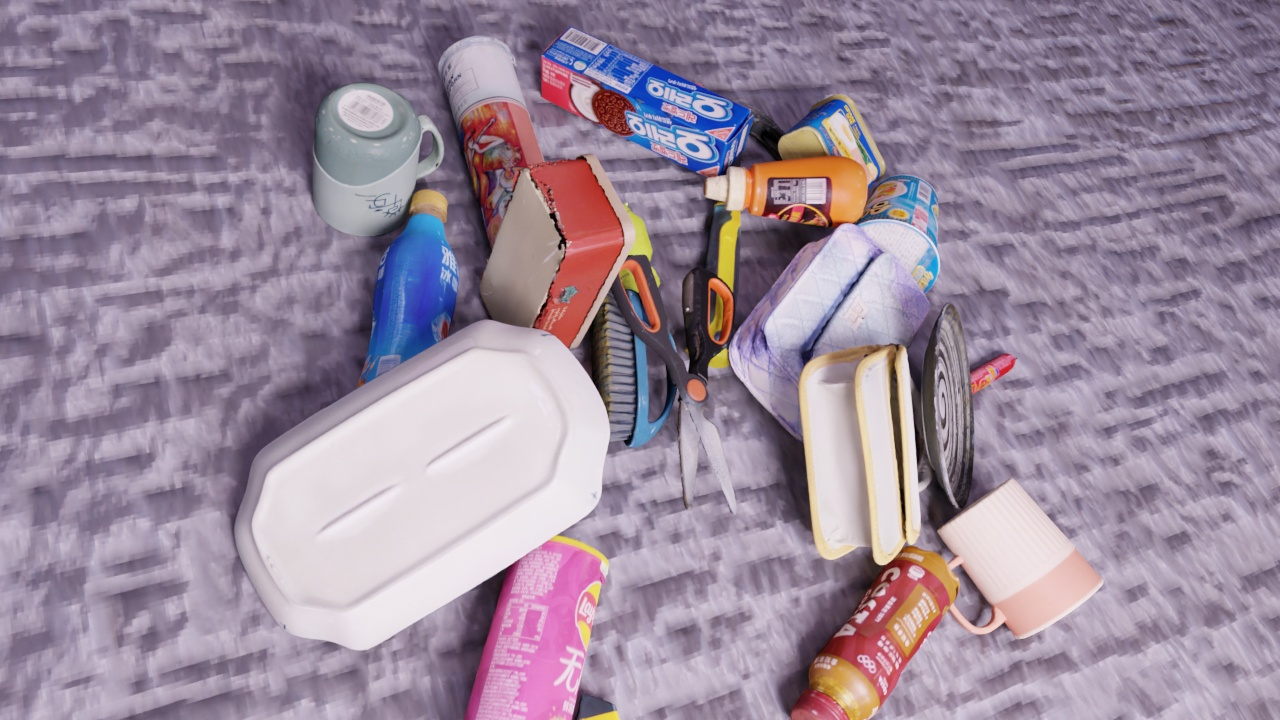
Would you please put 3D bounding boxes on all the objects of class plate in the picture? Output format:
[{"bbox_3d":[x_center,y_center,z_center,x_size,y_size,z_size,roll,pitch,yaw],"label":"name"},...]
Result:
[{"bbox_3d":[-0.148,0.078,0.614,0.265,0.034,0.162,-30,80,-5],"label":"plate"},{"bbox_3d":[0.264,0.040,0.794,0.024,0.179,0.179,-4,51,28],"label":"plate"}]

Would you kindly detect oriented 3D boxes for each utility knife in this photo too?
[{"bbox_3d":[-0.015,0.305,0.605,0.033,0.015,0.167,-8,65,-17],"label":"utility knife"}]

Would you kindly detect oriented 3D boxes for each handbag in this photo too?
[{"bbox_3d":[0.175,-0.025,0.824,0.134,0.076,0.193,47,56,-11],"label":"handbag"},{"bbox_3d":[0.206,0.067,0.751,0.178,0.063,0.163,-15,102,-47],"label":"handbag"}]

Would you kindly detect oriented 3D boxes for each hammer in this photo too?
[{"bbox_3d":[0.086,-0.134,0.890,0.126,0.032,0.322,15,57,-10],"label":"hammer"}]

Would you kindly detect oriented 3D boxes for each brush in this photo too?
[{"bbox_3d":[-0.005,0.004,0.761,0.073,0.055,0.143,4,59,-17],"label":"brush"}]

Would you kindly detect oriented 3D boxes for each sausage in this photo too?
[{"bbox_3d":[0.315,0.024,0.886,0.155,0.020,0.020,-23,71,-29],"label":"sausage"}]

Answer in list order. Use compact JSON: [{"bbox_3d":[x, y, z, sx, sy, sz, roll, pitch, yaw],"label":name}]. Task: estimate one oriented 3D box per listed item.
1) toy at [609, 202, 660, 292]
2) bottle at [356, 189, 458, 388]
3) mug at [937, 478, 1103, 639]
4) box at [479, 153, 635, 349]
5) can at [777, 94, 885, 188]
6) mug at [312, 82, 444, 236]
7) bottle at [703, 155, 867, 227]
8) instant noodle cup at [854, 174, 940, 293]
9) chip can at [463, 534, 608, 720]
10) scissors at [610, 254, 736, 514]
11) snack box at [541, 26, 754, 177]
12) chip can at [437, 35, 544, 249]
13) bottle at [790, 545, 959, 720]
[{"bbox_3d":[-0.022,-0.100,0.832,0.096,0.031,0.100,24,60,-5],"label":"toy"},{"bbox_3d":[-0.179,-0.042,0.723,0.065,0.065,0.218,9,57,-15],"label":"bottle"},{"bbox_3d":[0.301,0.172,0.765,0.114,0.082,0.106,-35,73,-2],"label":"mug"},{"bbox_3d":[-0.078,-0.075,0.714,0.076,0.169,0.091,-16,67,-30],"label":"box"},{"bbox_3d":[0.193,-0.206,0.933,0.083,0.057,0.102,-44,110,-40],"label":"can"},{"bbox_3d":[-0.214,-0.170,0.760,0.111,0.107,0.082,-22,69,-30],"label":"mug"},{"bbox_3d":[0.134,-0.160,0.863,0.149,0.067,0.066,1,59,-2],"label":"bottle"},{"bbox_3d":[0.254,-0.129,0.914,0.099,0.099,0.109,30,48,-1],"label":"instant noodle cup"},{"bbox_3d":[-0.077,0.224,0.598,0.071,0.072,0.210,19,57,-9],"label":"chip can"},{"bbox_3d":[0.028,0.008,0.741,0.198,0.022,0.226,36,50,-15],"label":"scissors"},{"bbox_3d":[0.003,-0.249,0.888,0.207,0.058,0.057,28,60,11],"label":"snack box"},{"bbox_3d":[-0.123,-0.187,0.823,0.071,0.071,0.214,-8,65,-24],"label":"chip can"},{"bbox_3d":[0.178,0.217,0.700,0.057,0.058,0.174,44,57,9],"label":"bottle"}]
